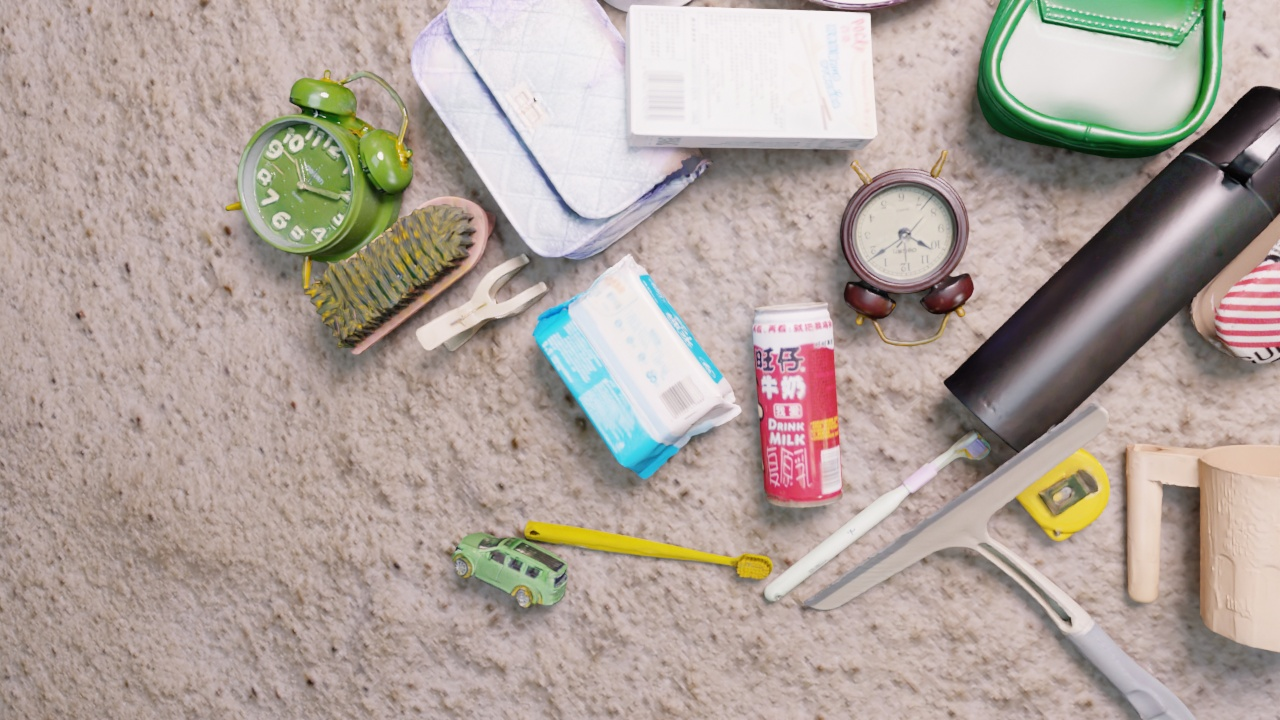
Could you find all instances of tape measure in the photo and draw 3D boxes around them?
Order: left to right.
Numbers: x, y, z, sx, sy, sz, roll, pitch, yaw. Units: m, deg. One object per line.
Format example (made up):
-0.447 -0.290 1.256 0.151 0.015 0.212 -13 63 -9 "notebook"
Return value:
0.272 0.082 0.595 0.057 0.028 0.060 -40 86 16 "tape measure"

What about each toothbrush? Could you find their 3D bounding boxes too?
0.003 0.141 0.682 0.190 0.016 0.016 6 98 15 "toothbrush"
0.159 0.112 0.635 0.190 0.029 0.020 -41 43 17 "toothbrush"

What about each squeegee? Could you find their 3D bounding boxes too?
0.281 0.173 0.599 0.246 0.039 0.247 42 124 0 "squeegee"

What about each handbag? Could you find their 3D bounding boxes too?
-0.059 -0.172 0.630 0.134 0.075 0.194 -36 88 14 "handbag"
0.271 -0.184 0.541 0.131 0.068 0.120 14 99 13 "handbag"

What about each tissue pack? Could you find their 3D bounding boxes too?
-0.004 0.004 0.643 0.090 0.063 0.140 -36 88 15 "tissue pack"

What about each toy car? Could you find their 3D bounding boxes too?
-0.098 0.156 0.699 0.091 0.043 0.036 18 104 11 "toy car"

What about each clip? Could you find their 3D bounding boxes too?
-0.117 -0.040 0.679 0.097 0.060 0.034 -32 88 6 "clip"

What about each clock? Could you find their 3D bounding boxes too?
-0.235 -0.144 0.692 0.116 0.056 0.161 44 105 5 "clock"
0.170 -0.070 0.590 0.082 0.055 0.122 -3 98 16 "clock"

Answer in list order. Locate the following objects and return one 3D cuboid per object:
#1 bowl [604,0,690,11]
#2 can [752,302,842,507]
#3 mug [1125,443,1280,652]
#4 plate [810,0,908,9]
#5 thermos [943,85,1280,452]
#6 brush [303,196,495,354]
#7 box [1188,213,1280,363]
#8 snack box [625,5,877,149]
-0.002 -0.295 0.601 0.118 0.064 0.118 3 99 19 "bowl"
0.106 0.029 0.621 0.053 0.053 0.133 -3 96 16 "can"
0.361 0.108 0.554 0.125 0.084 0.103 3 100 40 "mug"
0.142 -0.318 0.564 0.192 0.039 0.192 4 108 11 "plate"
0.289 -0.052 0.542 0.068 0.089 0.243 47 107 23 "thermos"
-0.172 -0.069 0.677 0.146 0.073 0.063 -34 88 12 "brush"
0.397 -0.065 0.517 0.075 0.077 0.164 41 103 1 "box"
0.069 -0.179 0.583 0.156 0.027 0.084 0 84 -7 "snack box"
